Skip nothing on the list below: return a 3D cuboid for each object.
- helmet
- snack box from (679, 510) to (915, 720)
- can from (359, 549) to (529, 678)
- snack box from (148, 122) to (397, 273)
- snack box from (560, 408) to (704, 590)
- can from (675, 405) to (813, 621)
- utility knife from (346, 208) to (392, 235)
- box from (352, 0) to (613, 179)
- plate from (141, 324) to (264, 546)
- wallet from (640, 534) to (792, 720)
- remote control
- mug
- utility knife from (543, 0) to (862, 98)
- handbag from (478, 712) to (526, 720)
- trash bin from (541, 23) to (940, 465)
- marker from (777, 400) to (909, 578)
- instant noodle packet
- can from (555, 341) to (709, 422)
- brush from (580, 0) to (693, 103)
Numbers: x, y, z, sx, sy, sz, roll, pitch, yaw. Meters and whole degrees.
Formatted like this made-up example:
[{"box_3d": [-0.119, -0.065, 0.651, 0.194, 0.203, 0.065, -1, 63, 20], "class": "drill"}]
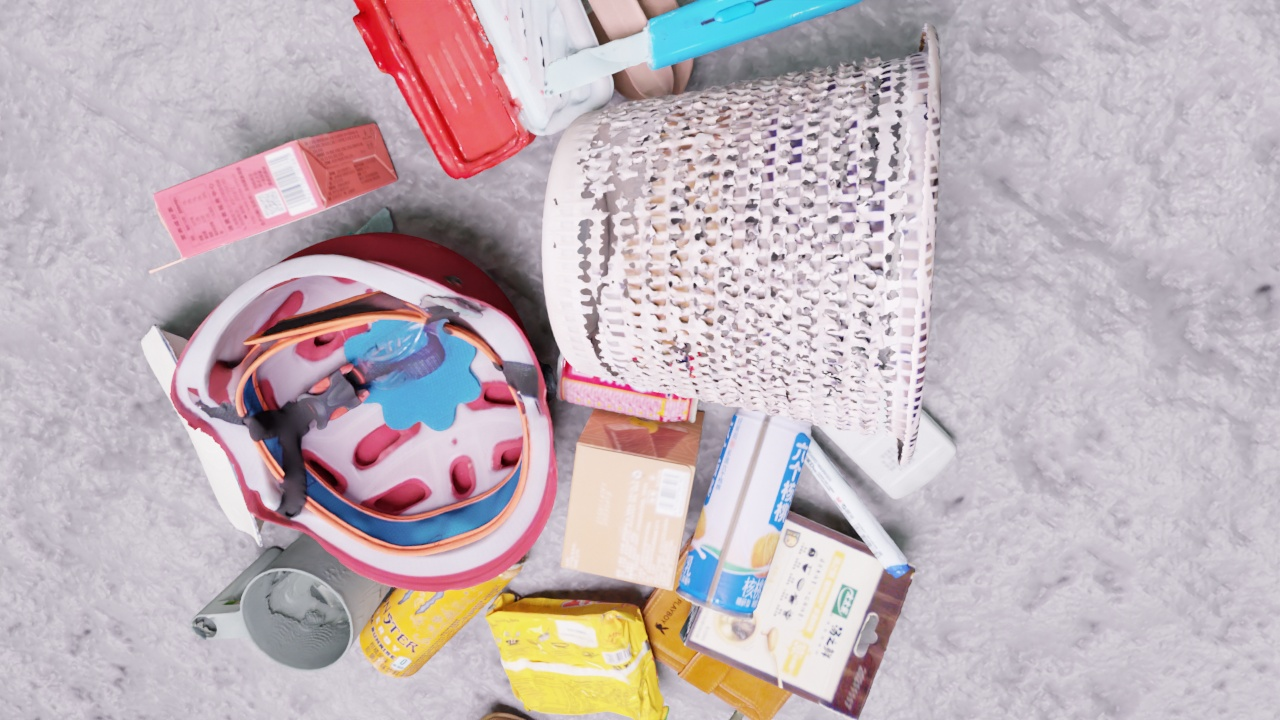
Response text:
[{"box_3d": [-0.157, 0.021, 0.605, 0.207, 0.143, 0.240, -24, 117, 9], "class": "helmet"}, {"box_3d": [0.107, 0.167, 0.637, 0.125, 0.053, 0.113, 24, 83, 0], "class": "snack box"}, {"box_3d": [-0.150, 0.178, 0.698, 0.058, 0.058, 0.146, 42, 109, -7], "class": "can"}, {"box_3d": [-0.238, -0.107, 0.585, 0.127, 0.113, 0.044, -16, 107, 13], "class": "snack box"}, {"box_3d": [-0.004, 0.087, 0.626, 0.077, 0.094, 0.093, 10, 110, 5], "class": "snack box"}, {"box_3d": [0.069, 0.095, 0.595, 0.053, 0.053, 0.134, 19, 86, 2], "class": "can"}, {"box_3d": [-0.238, -0.048, 0.658, 0.178, 0.013, 0.029, -39, 101, 18], "class": "utility knife"}, {"box_3d": [-0.107, -0.221, 0.543, 0.161, 0.049, 0.201, -15, 106, 39], "class": "box"}, {"box_3d": [-0.299, 0.048, 0.651, 0.034, 0.165, 0.163, -27, 101, -30], "class": "plate"}, {"box_3d": [0.065, 0.209, 0.693, 0.130, 0.035, 0.119, 32, 107, 0], "class": "wallet"}, {"box_3d": [0.145, 0.028, 0.623, 0.150, 0.021, 0.058, 44, 109, -7], "class": "remote control"}, {"box_3d": [-0.251, 0.167, 0.685, 0.124, 0.103, 0.084, -6, 108, 11], "class": "mug"}, {"box_3d": [0.037, -0.188, 0.516, 0.207, 0.018, 0.034, -25, 101, -15], "class": "utility knife"}, {"box_3d": [-0.066, 0.374, 0.704, 0.204, 0.147, 0.100, 31, 108, 2], "class": "handbag"}, {"box_3d": [0.058, -0.062, 0.507, 0.192, 0.227, 0.228, 3, 109, 14], "class": "trash bin"}, {"box_3d": [0.131, 0.084, 0.621, 0.017, 0.016, 0.145, -40, 78, 18], "class": "marker"}, {"box_3d": [-0.047, 0.224, 0.695, 0.129, 0.044, 0.111, -4, 115, 27], "class": "instant noodle packet"}, {"box_3d": [-0.004, 0.004, 0.613, 0.094, 0.066, 0.067, 12, 110, 5], "class": "can"}, {"box_3d": [-0.016, -0.216, 0.538, 0.063, 0.073, 0.145, -25, 105, 14], "class": "brush"}]
